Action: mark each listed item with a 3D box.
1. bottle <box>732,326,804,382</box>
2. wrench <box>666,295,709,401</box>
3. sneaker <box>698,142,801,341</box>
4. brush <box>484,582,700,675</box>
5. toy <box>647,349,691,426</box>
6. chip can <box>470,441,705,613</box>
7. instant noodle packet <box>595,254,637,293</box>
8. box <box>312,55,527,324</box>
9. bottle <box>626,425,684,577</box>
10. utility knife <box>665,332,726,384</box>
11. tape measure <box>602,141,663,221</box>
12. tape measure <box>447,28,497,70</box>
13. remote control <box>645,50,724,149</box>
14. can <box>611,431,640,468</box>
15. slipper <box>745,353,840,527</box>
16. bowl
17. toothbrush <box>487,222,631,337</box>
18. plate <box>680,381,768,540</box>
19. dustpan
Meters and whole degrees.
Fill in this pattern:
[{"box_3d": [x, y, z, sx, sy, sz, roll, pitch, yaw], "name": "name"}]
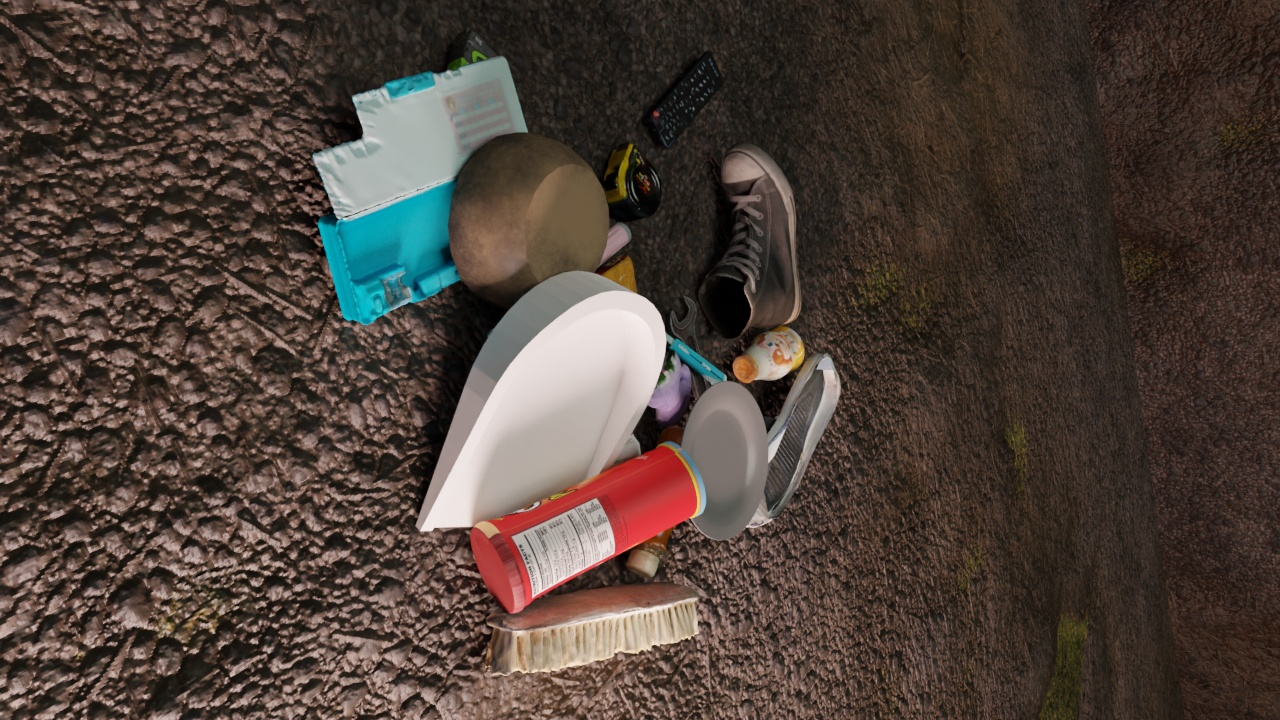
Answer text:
[{"box_3d": [0.161, -0.004, 1.169, 0.108, 0.063, 0.063, -25, 106, -45], "name": "bottle"}, {"box_3d": [0.079, 0.055, 1.115, 0.069, 0.010, 0.273, -30, 110, -45], "name": "wrench"}, {"box_3d": [0.124, -0.144, 1.120, 0.119, 0.095, 0.235, -23, 112, -46], "name": "sneaker"}, {"box_3d": [-0.040, 0.262, 0.917, 0.270, 0.083, 0.056, 6, 84, -48], "name": "brush"}, {"box_3d": [0.032, 0.028, 1.031, 0.080, 0.036, 0.100, -62, 155, -24], "name": "toy"}, {"box_3d": [-0.047, 0.153, 0.870, 0.212, 0.087, 0.087, -22, 105, -28], "name": "chip can"}, {"box_3d": [-0.044, -0.044, 0.949, 0.135, 0.040, 0.099, -41, 137, -42], "name": "instant noodle packet"}, {"box_3d": [-0.177, -0.154, 0.792, 0.226, 0.039, 0.182, -34, 126, -43], "name": "box"}, {"box_3d": [0.026, 0.156, 1.013, 0.059, 0.059, 0.166, 41, 59, -39], "name": "bottle"}, {"box_3d": [0.056, -0.003, 1.074, 0.141, 0.015, 0.022, 35, 59, -38], "name": "utility knife"}, {"box_3d": [-0.009, -0.190, 1.007, 0.071, 0.042, 0.072, 46, 52, -37], "name": "tape measure"}, {"box_3d": [-0.153, -0.263, 0.857, 0.065, 0.036, 0.058, 40, 51, -40], "name": "tape measure"}, {"box_3d": [0.052, -0.312, 1.097, 0.149, 0.022, 0.047, -54, 126, -33], "name": "remote control"}, {"box_3d": [-0.023, 0.127, 0.964, 0.054, 0.055, 0.101, -13, 97, -48], "name": "can"}, {"box_3d": [0.176, 0.101, 1.176, 0.263, 0.063, 0.111, -55, 134, -24], "name": "slipper"}, {"box_3d": [-0.091, -0.122, 0.833, 0.161, 0.070, 0.162, -24, 121, -49], "name": "bowl"}, {"box_3d": [-0.081, -0.079, 0.934, 0.221, 0.027, 0.026, -45, 123, -38], "name": "toothbrush"}, {"box_3d": [0.093, 0.112, 1.037, 0.178, 0.012, 0.178, 1, 89, -51], "name": "plate"}, {"box_3d": [-0.071, 0.049, 0.838, 0.191, 0.053, 0.258, 9, 106, -47], "name": "dustpan"}]
